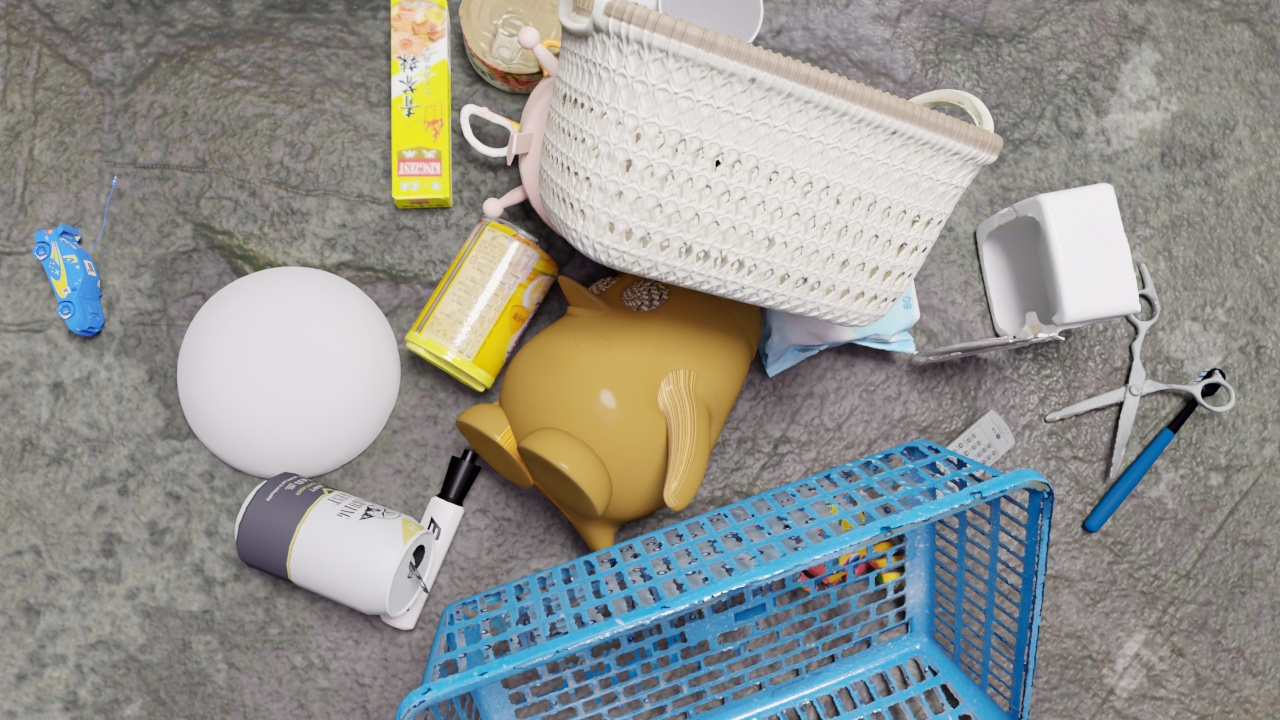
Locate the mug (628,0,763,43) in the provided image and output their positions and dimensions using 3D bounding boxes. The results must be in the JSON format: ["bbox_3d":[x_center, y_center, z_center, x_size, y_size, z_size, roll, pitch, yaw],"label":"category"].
[{"bbox_3d":[0.024,-0.233,0.652,0.107,0.089,0.071,10,83,-5],"label":"mug"}]

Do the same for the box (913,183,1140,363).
[{"bbox_3d":[0.257,-0.047,0.653,0.137,0.109,0.126,-9,87,-4],"label":"box"}]

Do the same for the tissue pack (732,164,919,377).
[{"bbox_3d":[0.130,-0.085,0.659,0.112,0.070,0.182,-8,85,-6],"label":"tissue pack"}]

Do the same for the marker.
[{"bbox_3d":[-0.141,0.121,0.629,0.025,0.025,0.125,23,82,-4],"label":"marker"}]

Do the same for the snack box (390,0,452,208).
[{"bbox_3d":[-0.157,-0.184,0.657,0.040,0.029,0.148,-1,84,-7],"label":"snack box"}]

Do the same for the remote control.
[{"bbox_3d":[0.220,0.083,0.662,0.136,0.013,0.033,-33,87,-25],"label":"remote control"}]

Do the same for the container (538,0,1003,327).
[{"bbox_3d":[0.060,-0.117,0.518,0.246,0.184,0.143,12,110,-21],"label":"container"}]

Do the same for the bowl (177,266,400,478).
[{"bbox_3d":[-0.241,0.006,0.620,0.149,0.043,0.149,1,84,-6],"label":"bowl"}]

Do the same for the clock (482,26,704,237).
[{"bbox_3d":[-0.014,-0.137,0.618,0.160,0.086,0.131,8,117,-20],"label":"clock"}]

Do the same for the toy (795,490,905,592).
[{"bbox_3d":[0.143,0.125,0.651,0.103,0.046,0.084,16,60,-15],"label":"toy"}]

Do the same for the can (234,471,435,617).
[{"bbox_3d":[-0.190,0.120,0.589,0.127,0.064,0.064,17,82,12],"label":"can"}]

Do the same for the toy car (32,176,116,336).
[{"bbox_3d":[-0.365,-0.070,0.617,0.062,0.033,0.092,-24,87,-2],"label":"toy car"}]

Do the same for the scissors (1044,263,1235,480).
[{"bbox_3d":[0.380,0.007,0.703,0.141,0.014,0.173,2,78,3],"label":"scissors"}]

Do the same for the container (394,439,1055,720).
[{"bbox_3d":[0.059,0.192,0.561,0.362,0.089,0.257,-18,125,-8],"label":"container"}]

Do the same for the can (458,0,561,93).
[{"bbox_3d":[-0.086,-0.240,0.664,0.086,0.043,0.086,1,83,-6],"label":"can"}]

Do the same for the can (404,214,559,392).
[{"bbox_3d":[-0.108,-0.038,0.628,0.067,0.068,0.105,30,81,-3],"label":"can"}]

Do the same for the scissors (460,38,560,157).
[{"bbox_3d":[-0.070,-0.160,0.650,0.127,0.011,0.125,-9,111,-4],"label":"scissors"}]

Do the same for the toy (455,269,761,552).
[{"bbox_3d":[-0.004,0.004,0.598,0.203,0.199,0.162,-49,128,-22],"label":"toy"}]

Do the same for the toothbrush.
[{"bbox_3d":[0.392,0.068,0.701,0.014,0.014,0.167,44,82,0],"label":"toothbrush"}]
